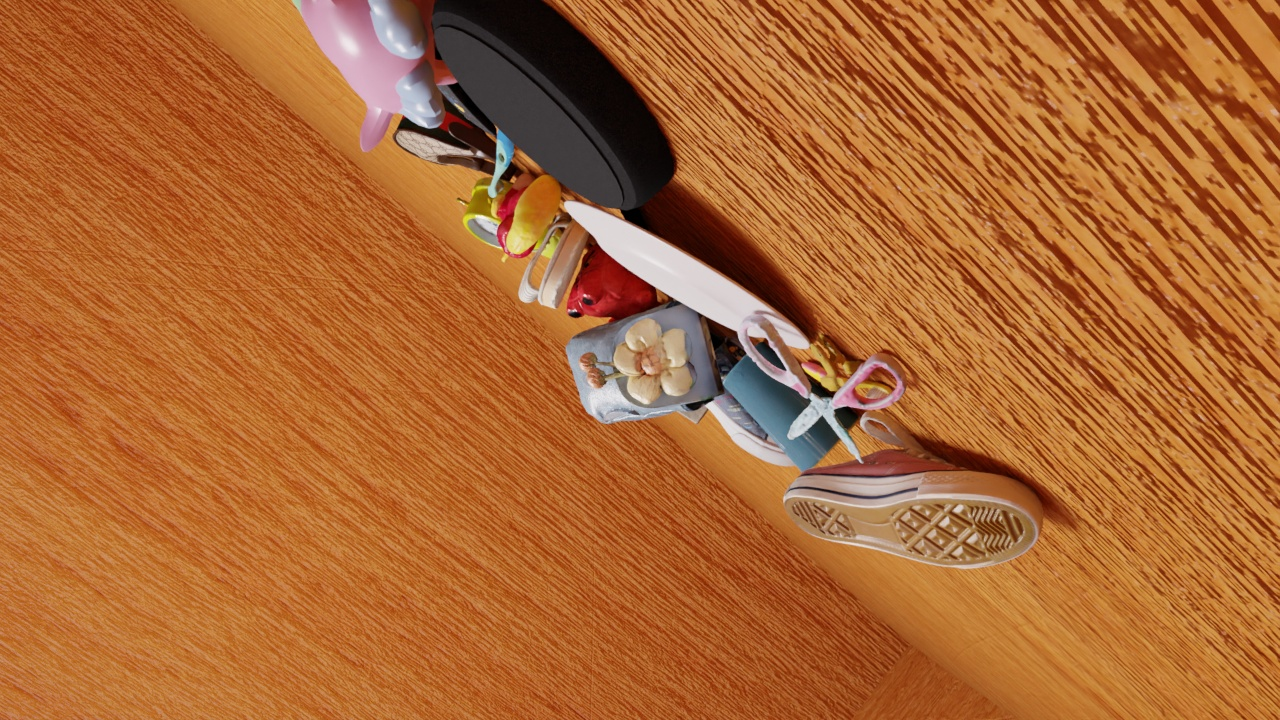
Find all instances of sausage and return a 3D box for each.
[{"bbox_3d":[0.145,0.022,0.966,0.155,0.020,0.020,39,174,10],"label":"sausage"}]

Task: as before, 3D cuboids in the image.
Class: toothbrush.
[{"bbox_3d":[0.172,0.018,0.788,0.021,0.016,0.135,37,175,-21],"label":"toothbrush"},{"bbox_3d":[-0.146,-0.210,0.964,0.022,0.017,0.135,46,155,5],"label":"toothbrush"}]

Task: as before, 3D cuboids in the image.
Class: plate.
[{"bbox_3d":[0.036,-0.066,0.792,0.242,0.016,0.242,30,179,0],"label":"plate"}]

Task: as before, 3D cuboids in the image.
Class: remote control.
[{"bbox_3d":[-0.185,-0.268,0.884,0.041,0.020,0.152,36,174,30],"label":"remote control"}]

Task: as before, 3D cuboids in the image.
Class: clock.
[{"bbox_3d":[-0.156,-0.165,1.084,0.083,0.057,0.119,3,155,38],"label":"clock"}]

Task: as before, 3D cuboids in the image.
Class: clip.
[{"bbox_3d":[0.160,0.001,0.743,0.045,0.048,0.054,-4,-179,-8],"label":"clip"}]

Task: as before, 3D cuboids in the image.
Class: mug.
[{"bbox_3d":[0.144,0.042,0.898,0.121,0.078,0.078,44,175,10],"label":"mug"}]

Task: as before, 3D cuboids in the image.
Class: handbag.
[{"bbox_3d":[-0.205,-0.247,1.041,0.138,0.063,0.167,24,176,-22],"label":"handbag"},{"bbox_3d":[-0.006,0.006,0.985,0.192,0.118,0.122,-12,93,43],"label":"handbag"}]

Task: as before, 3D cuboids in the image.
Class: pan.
[{"bbox_3d":[-0.046,-0.158,0.724,0.204,0.044,0.356,37,172,25],"label":"pan"}]

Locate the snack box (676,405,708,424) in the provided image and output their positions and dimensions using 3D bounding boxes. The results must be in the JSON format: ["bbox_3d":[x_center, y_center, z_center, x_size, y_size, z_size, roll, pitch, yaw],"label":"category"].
[{"bbox_3d":[0.029,0.007,1.157,0.144,0.043,0.144,32,-164,0],"label":"snack box"}]

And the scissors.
[{"bbox_3d":[0.135,0.020,0.730,0.168,0.014,0.171,34,153,3],"label":"scissors"}]

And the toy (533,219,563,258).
[{"bbox_3d":[-0.136,-0.173,1.168,0.092,0.043,0.118,35,170,11],"label":"toy"}]

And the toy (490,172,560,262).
[{"bbox_3d":[-0.122,-0.151,0.977,0.067,0.105,0.137,29,-173,-21],"label":"toy"}]

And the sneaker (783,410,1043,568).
[{"bbox_3d":[0.233,0.111,0.783,0.242,0.087,0.118,-5,127,51],"label":"sneaker"}]

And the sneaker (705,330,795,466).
[{"bbox_3d":[0.106,0.021,1.033,0.235,0.087,0.079,39,145,17],"label":"sneaker"}]

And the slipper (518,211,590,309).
[{"bbox_3d":[-0.096,-0.112,1.050,0.054,0.114,0.272,28,-178,-4],"label":"slipper"}]

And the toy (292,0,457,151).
[{"bbox_3d":[-0.200,-0.251,0.713,0.171,0.120,0.222,55,168,-32],"label":"toy"}]

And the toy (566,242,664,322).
[{"bbox_3d":[-0.014,-0.089,1.049,0.132,0.094,0.088,17,154,-29],"label":"toy"}]
